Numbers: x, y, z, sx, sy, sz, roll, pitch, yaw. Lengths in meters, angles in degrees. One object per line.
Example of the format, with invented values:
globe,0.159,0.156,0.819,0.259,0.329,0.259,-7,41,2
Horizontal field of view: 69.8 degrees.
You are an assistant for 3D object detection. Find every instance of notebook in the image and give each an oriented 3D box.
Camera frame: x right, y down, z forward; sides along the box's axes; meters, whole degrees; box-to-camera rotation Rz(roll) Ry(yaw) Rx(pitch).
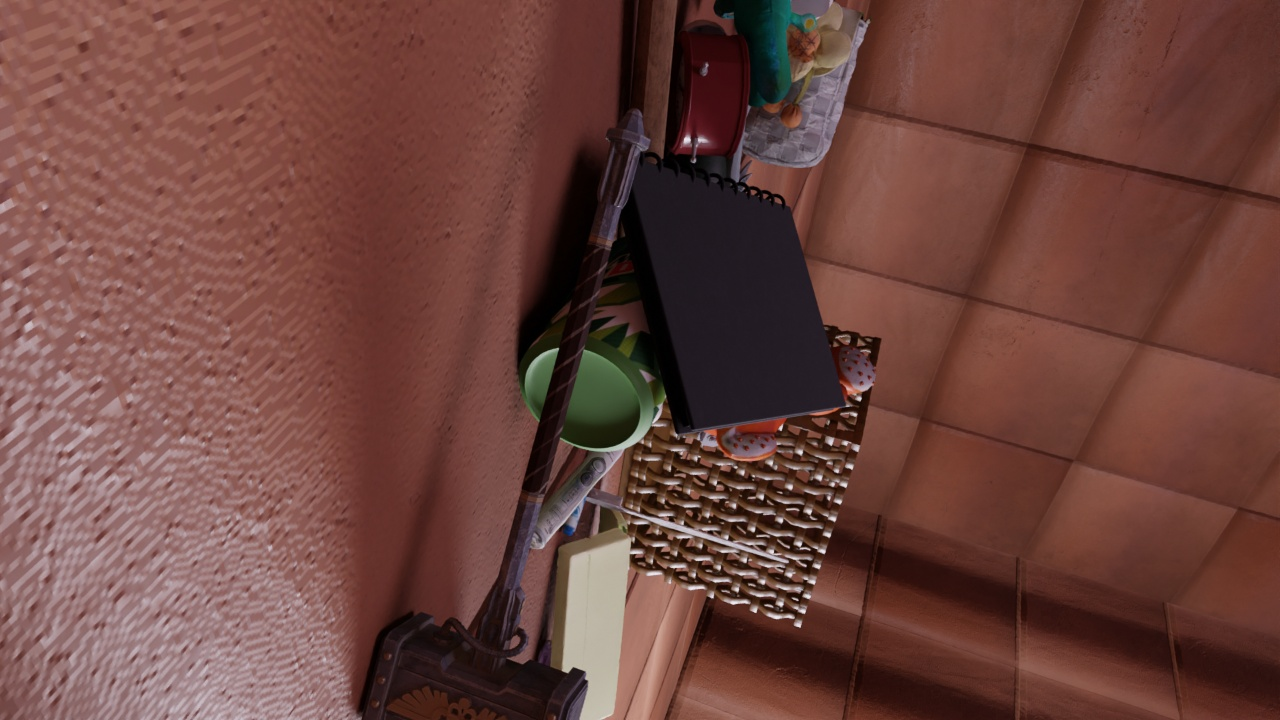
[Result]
notebook,0.066,-0.043,0.603,0.231,0.019,0.169,-2,75,-57

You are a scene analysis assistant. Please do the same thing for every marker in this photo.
marker,-0.037,0.076,0.757,0.013,0.013,0.141,69,39,-72

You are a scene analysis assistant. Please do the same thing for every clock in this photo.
clock,0.044,-0.189,0.645,0.124,0.044,0.087,-104,-163,-59

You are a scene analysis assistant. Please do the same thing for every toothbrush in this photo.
toothbrush,-0.028,0.073,0.684,0.185,0.022,0.024,-45,-178,-43
toothbrush,0.040,0.142,0.790,0.010,0.181,0.010,99,9,-54

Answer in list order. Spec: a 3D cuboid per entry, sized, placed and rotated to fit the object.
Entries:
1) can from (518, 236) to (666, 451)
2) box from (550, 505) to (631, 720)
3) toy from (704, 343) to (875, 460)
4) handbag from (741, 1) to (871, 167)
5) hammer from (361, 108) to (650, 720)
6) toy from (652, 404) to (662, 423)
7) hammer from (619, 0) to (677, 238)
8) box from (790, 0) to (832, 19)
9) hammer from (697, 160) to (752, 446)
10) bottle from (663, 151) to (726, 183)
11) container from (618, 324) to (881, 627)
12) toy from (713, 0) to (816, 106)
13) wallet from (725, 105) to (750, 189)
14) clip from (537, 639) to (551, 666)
can,-0.010,-0.017,0.571,0.143,0.083,0.083,-60,162,-51
box,-0.038,0.228,0.819,0.133,0.061,0.188,-49,147,-70
toy,0.090,0.000,0.737,0.172,0.164,0.093,-32,157,-44
handbag,0.161,-0.288,0.961,0.123,0.112,0.172,-46,151,-69
hammer,-0.045,0.039,0.439,0.044,0.098,0.322,-3,109,-78
toy,-0.004,0.004,0.740,0.125,0.037,0.076,33,77,-58
hammer,0.006,-0.169,0.573,0.323,0.040,0.129,96,11,-46
box,0.141,-0.358,0.860,0.081,0.092,0.159,95,7,-56
hammer,0.072,-0.044,0.881,0.147,0.028,0.316,110,-10,-46
bottle,0.043,-0.150,0.725,0.055,0.055,0.174,-14,118,-77
container,0.113,0.097,0.997,0.218,0.214,0.252,-57,160,-56
toy,0.085,-0.276,0.637,0.130,0.072,0.193,-130,-147,-76
wallet,0.071,-0.203,0.794,0.100,0.054,0.131,-48,152,-85
clip,-0.084,0.265,0.797,0.050,0.014,0.045,-56,159,-63
